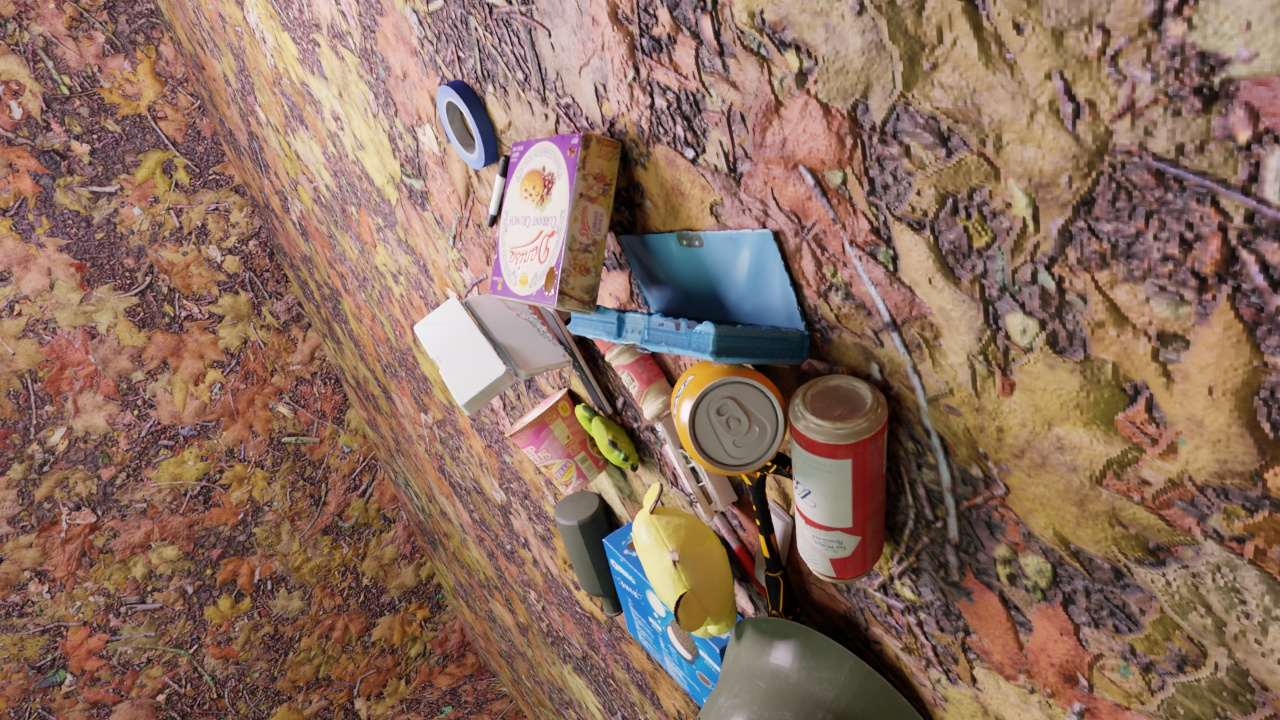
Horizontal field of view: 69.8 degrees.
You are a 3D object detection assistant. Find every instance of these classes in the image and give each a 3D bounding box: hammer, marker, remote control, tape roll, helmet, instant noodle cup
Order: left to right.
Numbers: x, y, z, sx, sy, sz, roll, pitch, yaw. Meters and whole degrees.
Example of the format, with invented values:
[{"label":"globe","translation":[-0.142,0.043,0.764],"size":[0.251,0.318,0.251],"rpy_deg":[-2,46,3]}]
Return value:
[{"label":"tape roll","translation":[-0.186,-0.252,0.982],"size":[0.093,0.016,0.091],"rpy_deg":[42,151,33]},{"label":"marker","translation":[-0.158,-0.185,1.014],"size":[0.011,0.011,0.152],"rpy_deg":[55,157,8]},{"label":"marker","translation":[-0.119,-0.096,1.036],"size":[0.140,0.016,0.016],"rpy_deg":[52,156,16]},{"label":"instant noodle cup","translation":[-0.100,0.107,1.154],"size":[0.108,0.097,0.098],"rpy_deg":[54,157,-8]},{"label":"remote control","translation":[-0.073,-0.001,1.042],"size":[0.147,0.008,0.045],"rpy_deg":[62,165,-24]},{"label":"marker","translation":[0.094,0.183,0.955],"size":[0.142,0.012,0.013],"rpy_deg":[57,156,6]},{"label":"remote control","translation":[0.127,0.182,0.887],"size":[0.033,0.012,0.131],"rpy_deg":[43,151,33]},{"label":"hammer","translation":[0.129,0.197,0.858],"size":[0.123,0.036,0.321],"rpy_deg":[12,134,34]},{"label":"helmet","translation":[0.134,0.386,0.877],"size":[0.227,0.153,0.268],"rpy_deg":[41,150,8]}]

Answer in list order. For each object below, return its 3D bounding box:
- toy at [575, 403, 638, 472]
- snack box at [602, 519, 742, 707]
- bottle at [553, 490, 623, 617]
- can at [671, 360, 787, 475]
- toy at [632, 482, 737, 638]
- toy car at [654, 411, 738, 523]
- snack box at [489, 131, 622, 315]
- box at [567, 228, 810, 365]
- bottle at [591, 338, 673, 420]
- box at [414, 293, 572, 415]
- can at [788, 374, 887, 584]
[{"label":"toy","translation":[-0.039,0.088,1.070],"size":[0.094,0.036,0.093],"rpy_deg":[52,171,-24]},{"label":"snack box","translation":[0.054,0.340,1.164],"size":[0.239,0.056,0.196],"rpy_deg":[35,147,44]},{"label":"bottle","translation":[-0.062,0.283,1.304],"size":[0.071,0.071,0.207],"rpy_deg":[28,142,50]},{"label":"can","translation":[0.065,0.040,0.700],"size":[0.079,0.079,0.142],"rpy_deg":[60,-179,-3]},{"label":"toy","translation":[0.049,0.206,0.927],"size":[0.149,0.084,0.214],"rpy_deg":[55,175,22]},{"label":"toy car","translation":[0.057,0.101,0.902],"size":[0.039,0.039,0.113],"rpy_deg":[-18,102,45]},{"label":"snack box","translation":[-0.078,-0.120,0.808],"size":[0.143,0.040,0.148],"rpy_deg":[14,96,58]},{"label":"box","translation":[0.032,-0.058,0.739],"size":[0.232,0.094,0.102],"rpy_deg":[12,100,60]},{"label":"bottle","translation":[-0.005,0.005,0.901],"size":[0.109,0.044,0.044],"rpy_deg":[56,156,6]},{"label":"box","translation":[-0.174,-0.022,1.044],"size":[0.197,0.136,0.049],"rpy_deg":[47,156,50]},{"label":"can","translation":[0.146,0.090,0.674],"size":[0.067,0.067,0.170],"rpy_deg":[36,148,42]}]
